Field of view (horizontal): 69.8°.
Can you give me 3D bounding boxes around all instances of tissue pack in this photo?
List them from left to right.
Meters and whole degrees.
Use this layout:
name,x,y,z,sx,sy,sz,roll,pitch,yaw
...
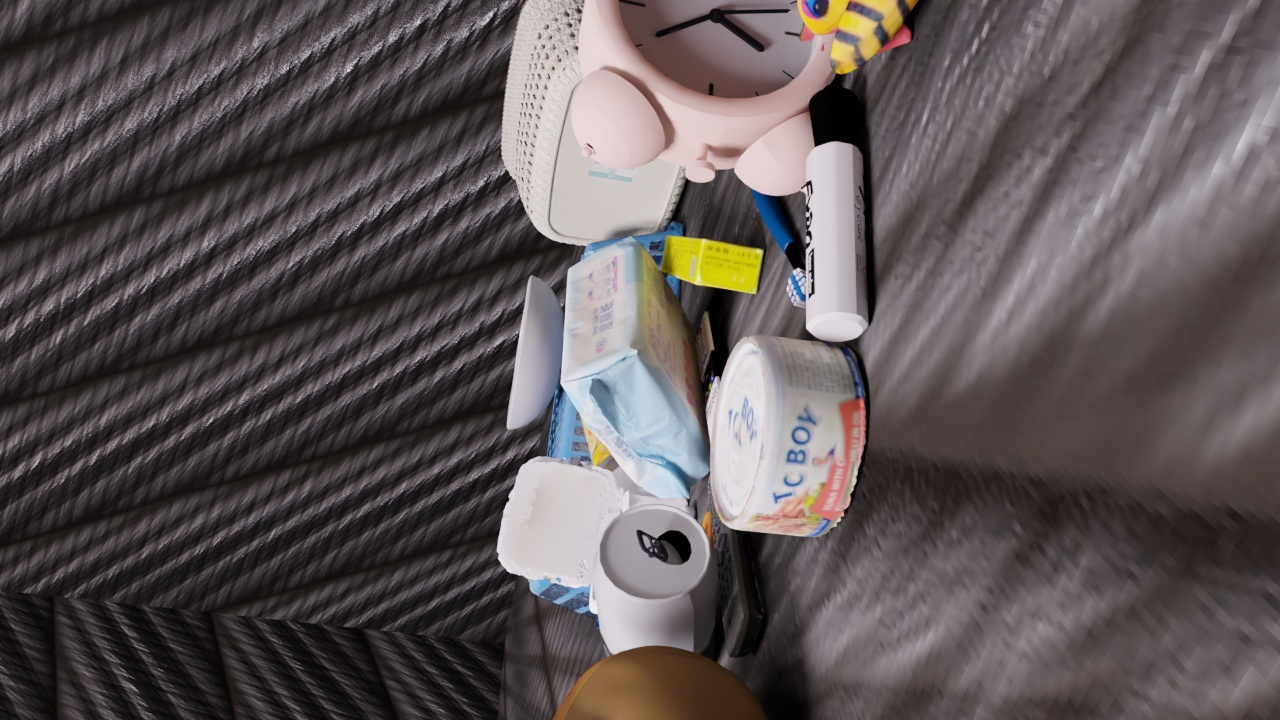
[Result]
name,x,y,z,sx,sy,sz,roll,pitch,yaw
tissue pack,-0.004,0.004,0.635,0.112,0.070,0.181,57,-161,-32

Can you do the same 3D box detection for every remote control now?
name,x,y,z,sx,sy,sz,roll,pitch,yaw
remote control,0.049,0.012,0.607,0.124,0.012,0.028,-93,14,-55
remote control,0.049,0.102,0.508,0.136,0.013,0.033,-95,15,-57

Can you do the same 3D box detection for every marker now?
name,x,y,z,sx,sy,sz,roll,pitch,yaw
marker,0.085,-0.069,0.402,0.025,0.025,0.125,116,161,-64

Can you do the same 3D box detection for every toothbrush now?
name,x,y,z,sx,sy,sz,roll,pitch,yaw
toothbrush,0.077,-0.069,0.501,0.167,0.014,0.014,-96,28,-59

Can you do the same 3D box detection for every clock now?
name,x,y,z,sx,sy,sz,roll,pitch,yaw
clock,0.033,-0.161,0.479,0.086,0.131,0.160,115,161,-64

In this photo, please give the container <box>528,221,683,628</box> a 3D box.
name,x,y,z,sx,sy,sz,roll,pitch,yaw
container,-0.041,0.068,0.897,0.258,0.089,0.361,120,157,-69

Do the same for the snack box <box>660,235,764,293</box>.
name,x,y,z,sx,sy,sz,roll,pitch,yaw
snack box,0.045,-0.067,0.621,0.148,0.040,0.029,-129,48,-79

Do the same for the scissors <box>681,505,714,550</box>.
name,x,y,z,sx,sy,sz,roll,pitch,yaw
scissors,0.031,0.144,0.599,0.127,0.011,0.125,-97,19,-66

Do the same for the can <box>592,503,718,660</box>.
name,x,y,z,sx,sy,sz,roll,pitch,yaw
can,0.009,0.130,0.496,0.127,0.064,0.064,87,-177,-46

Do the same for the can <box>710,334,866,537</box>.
name,x,y,z,sx,sy,sz,roll,pitch,yaw
can,0.061,0.032,0.398,0.086,0.043,0.086,-174,91,-80

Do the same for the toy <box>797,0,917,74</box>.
name,x,y,z,sx,sy,sz,roll,pitch,yaw
toy,0.092,-0.166,0.387,0.084,0.046,0.103,-49,37,32

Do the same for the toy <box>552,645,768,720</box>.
name,x,y,z,sx,sy,sz,roll,pitch,yaw
toy,-0.012,0.214,0.367,0.199,0.162,0.202,129,160,-60

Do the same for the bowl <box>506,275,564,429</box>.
name,x,y,z,sx,sy,sz,roll,pitch,yaw
bowl,-0.097,-0.005,0.885,0.149,0.043,0.149,-173,91,-82

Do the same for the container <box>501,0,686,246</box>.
name,x,y,z,sx,sy,sz,roll,pitch,yaw
container,-0.032,-0.225,0.866,0.247,0.184,0.142,106,159,-45

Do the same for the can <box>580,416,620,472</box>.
name,x,y,z,sx,sy,sz,roll,pitch,yaw
can,-0.017,0.037,0.746,0.068,0.067,0.105,113,145,-60

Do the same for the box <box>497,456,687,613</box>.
name,x,y,z,sx,sy,sz,roll,pitch,yaw
box,-0.039,0.129,0.668,0.126,0.137,0.108,118,157,-70
